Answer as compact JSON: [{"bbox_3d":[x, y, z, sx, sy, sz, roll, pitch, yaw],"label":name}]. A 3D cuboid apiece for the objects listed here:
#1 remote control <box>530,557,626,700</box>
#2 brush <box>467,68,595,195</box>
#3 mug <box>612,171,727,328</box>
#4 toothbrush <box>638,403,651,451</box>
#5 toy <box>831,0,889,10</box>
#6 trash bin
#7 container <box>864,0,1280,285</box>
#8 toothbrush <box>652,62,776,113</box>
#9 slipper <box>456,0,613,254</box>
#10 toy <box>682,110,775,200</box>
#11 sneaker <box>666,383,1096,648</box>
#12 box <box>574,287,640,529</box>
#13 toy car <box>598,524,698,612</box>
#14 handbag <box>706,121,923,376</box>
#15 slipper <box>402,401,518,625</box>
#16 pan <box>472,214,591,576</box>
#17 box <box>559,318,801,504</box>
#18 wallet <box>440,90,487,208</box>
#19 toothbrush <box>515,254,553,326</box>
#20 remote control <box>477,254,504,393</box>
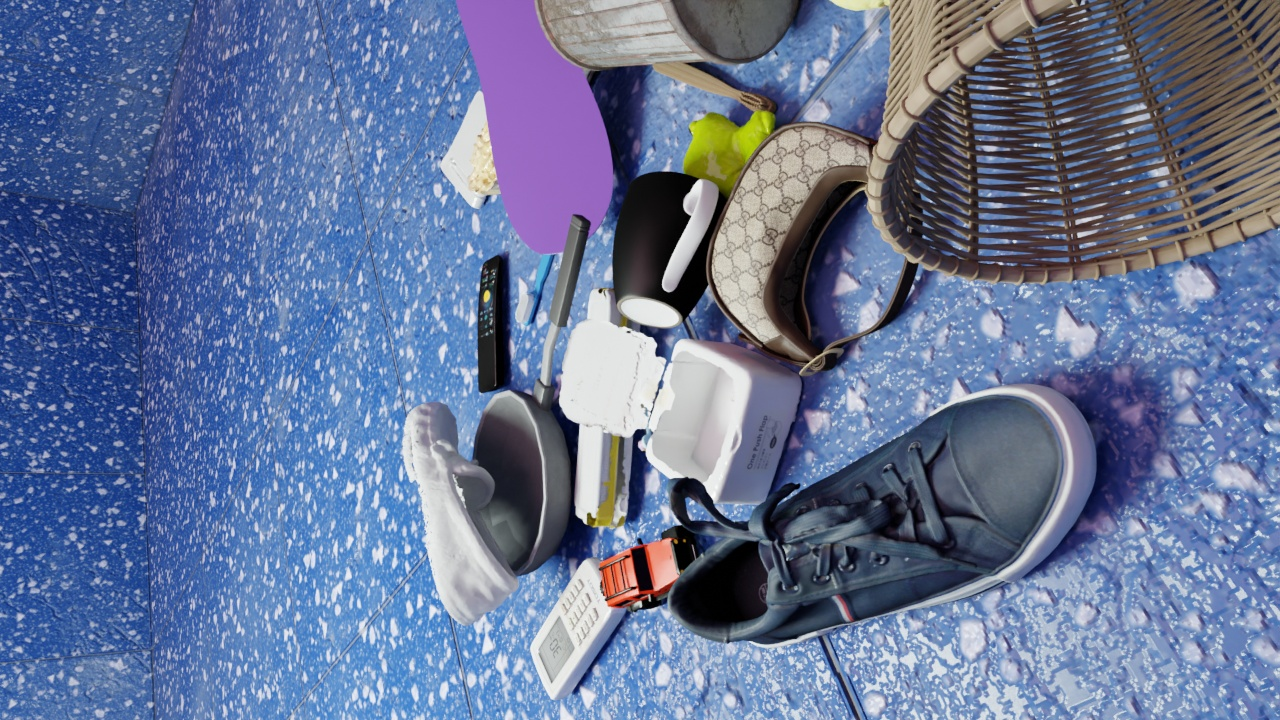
[{"bbox_3d":[-0.057,0.242,0.827,0.139,0.025,0.060,-60,44,28],"label":"remote control"},{"bbox_3d":[-0.099,-0.280,0.928,0.272,0.056,0.083,-56,45,31],"label":"brush"},{"bbox_3d":[0.024,-0.085,0.690,0.119,0.085,0.100,142,145,-64],"label":"mug"},{"bbox_3d":[-0.005,0.005,0.801,0.022,0.016,0.154,68,-167,-71],"label":"toothbrush"},{"bbox_3d":[0.154,-0.311,0.600,0.155,0.064,0.170,-9,80,33],"label":"toy"},{"bbox_3d":[0.019,-0.296,0.721,0.211,0.130,0.131,20,101,53],"label":"trash bin"},{"bbox_3d":[0.202,-0.172,0.405,0.228,0.226,0.196,-30,55,46],"label":"container"},{"bbox_3d":[0.056,-0.229,0.756,0.167,0.016,0.016,42,116,47],"label":"toothbrush"},{"bbox_3d":[-0.095,-0.234,0.859,0.084,0.107,0.266,-99,-8,-84],"label":"slipper"},{"bbox_3d":[0.072,-0.158,0.710,0.094,0.036,0.094,-32,67,40],"label":"toy"},{"bbox_3d":[0.116,0.099,0.546,0.296,0.127,0.120,-40,56,39],"label":"sneaker"},{"bbox_3d":[-0.031,0.040,0.798,0.064,0.033,0.209,-167,81,-65],"label":"box"},{"bbox_3d":[0.007,0.169,0.735,0.100,0.048,0.051,-36,58,44],"label":"toy car"},{"bbox_3d":[0.118,-0.072,0.623,0.138,0.063,0.167,43,119,35],"label":"handbag"},{"bbox_3d":[-0.176,0.132,0.883,0.112,0.074,0.246,79,167,-47],"label":"slipper"},{"bbox_3d":[-0.091,0.038,0.859,0.178,0.041,0.358,43,124,50],"label":"pan"},{"bbox_3d":[0.029,0.032,0.705,0.191,0.083,0.110,22,101,34],"label":"box"},{"bbox_3d":[-0.180,-0.241,1.053,0.116,0.032,0.086,-51,59,32],"label":"wallet"},{"bbox_3d":[-0.096,-0.113,0.937,0.016,0.014,0.167,39,115,47],"label":"toothbrush"},{"bbox_3d":[-0.163,-0.040,1.009,0.041,0.020,0.151,-16,72,51],"label":"remote control"}]
